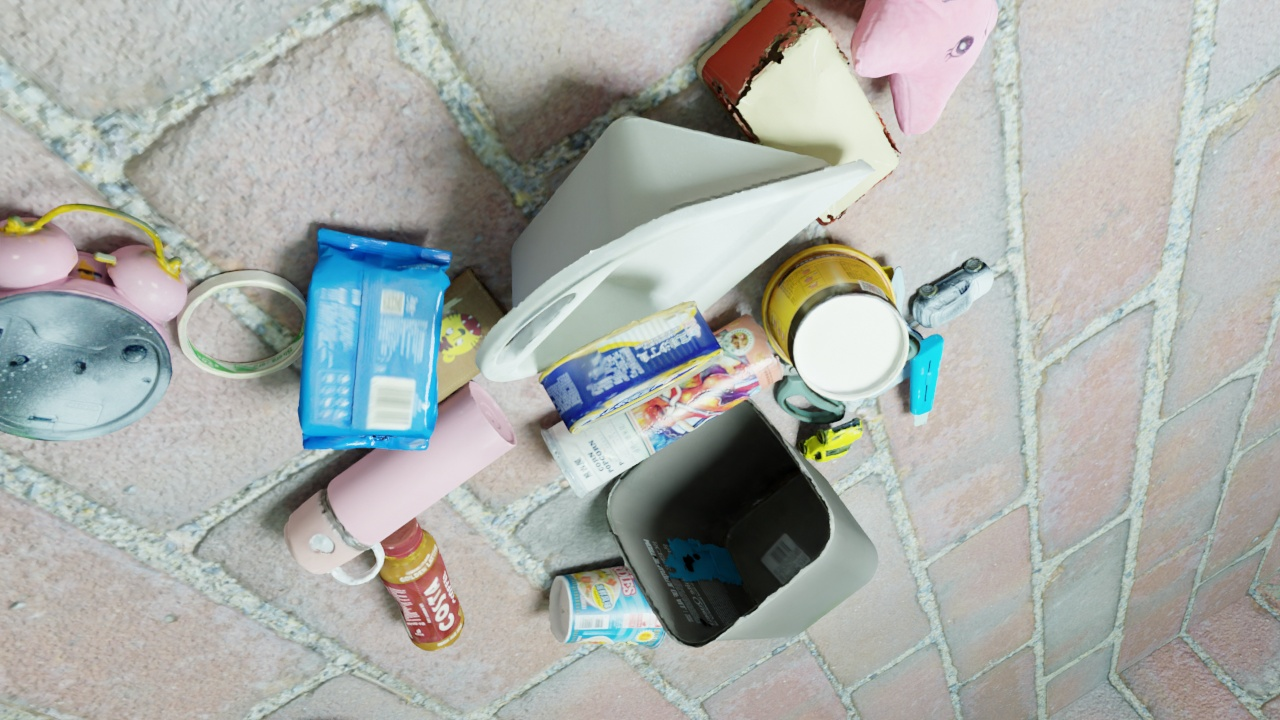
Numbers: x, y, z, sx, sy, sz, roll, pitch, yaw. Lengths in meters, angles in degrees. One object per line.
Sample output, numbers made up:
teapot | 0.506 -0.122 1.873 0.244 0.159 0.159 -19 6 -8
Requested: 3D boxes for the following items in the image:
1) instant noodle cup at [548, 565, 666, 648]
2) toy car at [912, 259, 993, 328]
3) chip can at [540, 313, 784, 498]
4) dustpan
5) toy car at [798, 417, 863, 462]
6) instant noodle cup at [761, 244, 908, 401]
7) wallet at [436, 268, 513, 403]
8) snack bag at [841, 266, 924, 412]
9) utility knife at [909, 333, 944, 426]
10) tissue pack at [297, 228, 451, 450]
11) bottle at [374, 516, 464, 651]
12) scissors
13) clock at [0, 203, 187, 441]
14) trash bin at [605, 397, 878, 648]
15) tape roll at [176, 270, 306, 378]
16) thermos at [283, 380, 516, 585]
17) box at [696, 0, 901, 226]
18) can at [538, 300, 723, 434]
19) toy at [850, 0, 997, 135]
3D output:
instant noodle cup | -0.038 0.269 1.000 0.109 0.099 0.099 3 128 -24
toy car | 0.318 -0.066 0.929 0.090 0.034 0.043 -30 135 -4
chip can | 0.021 0.039 0.824 0.214 0.071 0.071 -30 139 -3
dustpan | 0.012 -0.052 0.639 0.257 0.142 0.223 12 147 -31
toy car | 0.205 0.088 0.982 0.048 0.032 0.105 -15 165 -13
instant noodle cup | 0.168 -0.029 0.780 0.118 0.114 0.118 0 110 1
wallet | -0.153 -0.010 0.705 0.115 0.033 0.090 -35 137 -1
snack bag | 0.231 -0.015 0.923 0.110 0.039 0.191 -36 141 1
utility knife | 0.304 0.029 0.982 0.034 0.018 0.179 -27 147 -3
tissue pack | -0.186 -0.010 0.639 0.095 0.052 0.157 5 107 -17
bottle | -0.209 0.206 0.858 0.057 0.057 0.175 -19 137 -14
scissors | 0.188 0.019 0.910 0.170 0.019 0.179 -8 146 7
clock | -0.343 -0.026 0.554 0.117 0.059 0.159 14 123 -38
trash bin | 0.117 0.178 0.937 0.199 0.199 0.219 -41 145 12
tape roll | -0.272 -0.024 0.632 0.085 0.014 0.086 -17 137 -17
thermos | -0.194 0.107 0.757 0.198 0.067 0.087 -37 106 3
box | 0.125 -0.177 0.673 0.091 0.077 0.168 -41 138 11
can | -0.004 0.004 0.699 0.147 0.049 0.075 -25 170 -33
toy | 0.200 -0.244 0.645 0.178 0.075 0.195 -44 141 -21
